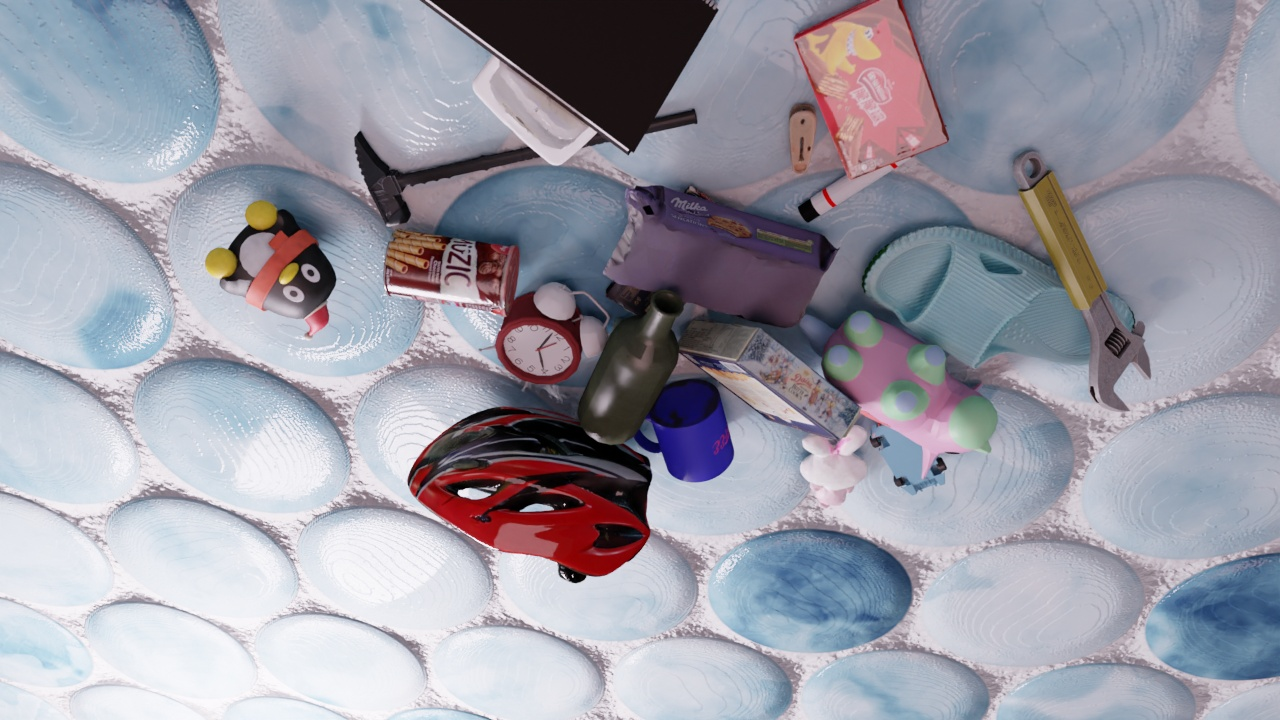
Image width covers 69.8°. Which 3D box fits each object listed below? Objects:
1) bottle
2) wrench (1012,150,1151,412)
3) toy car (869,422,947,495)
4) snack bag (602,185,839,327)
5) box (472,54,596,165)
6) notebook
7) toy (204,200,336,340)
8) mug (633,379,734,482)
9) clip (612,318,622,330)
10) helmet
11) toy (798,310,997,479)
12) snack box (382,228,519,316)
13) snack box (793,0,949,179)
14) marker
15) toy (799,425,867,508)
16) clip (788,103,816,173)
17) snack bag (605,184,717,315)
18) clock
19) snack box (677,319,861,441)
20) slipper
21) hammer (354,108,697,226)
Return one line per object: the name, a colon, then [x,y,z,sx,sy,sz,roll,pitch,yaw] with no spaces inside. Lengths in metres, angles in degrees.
bottle: [-0.005,0.005,0.917,0.071,0.071,0.207,18,141,-8]
wrench: [0.404,-0.071,0.843,0.083,0.018,0.273,-38,107,-11]
toy car: [0.300,0.100,1.034,0.060,0.027,0.108,-26,112,25]
snack bag: [0.074,-0.093,0.863,0.205,0.058,0.097,14,130,-9]
box: [-0.076,-0.216,0.749,0.110,0.130,0.103,41,118,-21]
notebook: [-0.053,-0.281,0.708,0.206,0.149,0.016,33,169,-19]
toy: [-0.353,-0.087,0.916,0.119,0.097,0.100,37,170,-9]
mug: [0.042,0.077,1.018,0.111,0.079,0.084,0,130,23]
clip: [-0.015,-0.010,0.987,0.047,0.023,0.076,4,128,6]
helmet: [-0.117,0.139,1.012,0.272,0.217,0.167,15,95,-5]
toy: [0.260,0.025,0.929,0.222,0.120,0.171,32,176,18]
snack box: [-0.186,-0.088,0.913,0.121,0.072,0.072,9,130,1]
snack box: [0.194,-0.228,0.769,0.089,0.021,0.133,-19,115,22]
marker: [0.208,-0.171,0.828,0.146,0.019,0.019,-31,119,28]
toy: [0.222,0.122,1.055,0.076,0.037,0.126,-5,131,6]
clip: [0.142,-0.195,0.811,0.025,0.047,0.062,4,157,4]
snack bag: [0.035,-0.098,0.910,0.074,0.018,0.156,30,127,-17]
clock: [-0.096,-0.028,0.966,0.138,0.048,0.096,-29,120,28]
snack box: [0.124,0.017,0.922,0.145,0.144,0.042,35,82,-22]
slipper: [0.350,-0.049,0.881,0.276,0.069,0.116,18,126,-8]
hammer: [-0.109,-0.198,0.851,0.325,0.015,0.095,-9,127,13]
